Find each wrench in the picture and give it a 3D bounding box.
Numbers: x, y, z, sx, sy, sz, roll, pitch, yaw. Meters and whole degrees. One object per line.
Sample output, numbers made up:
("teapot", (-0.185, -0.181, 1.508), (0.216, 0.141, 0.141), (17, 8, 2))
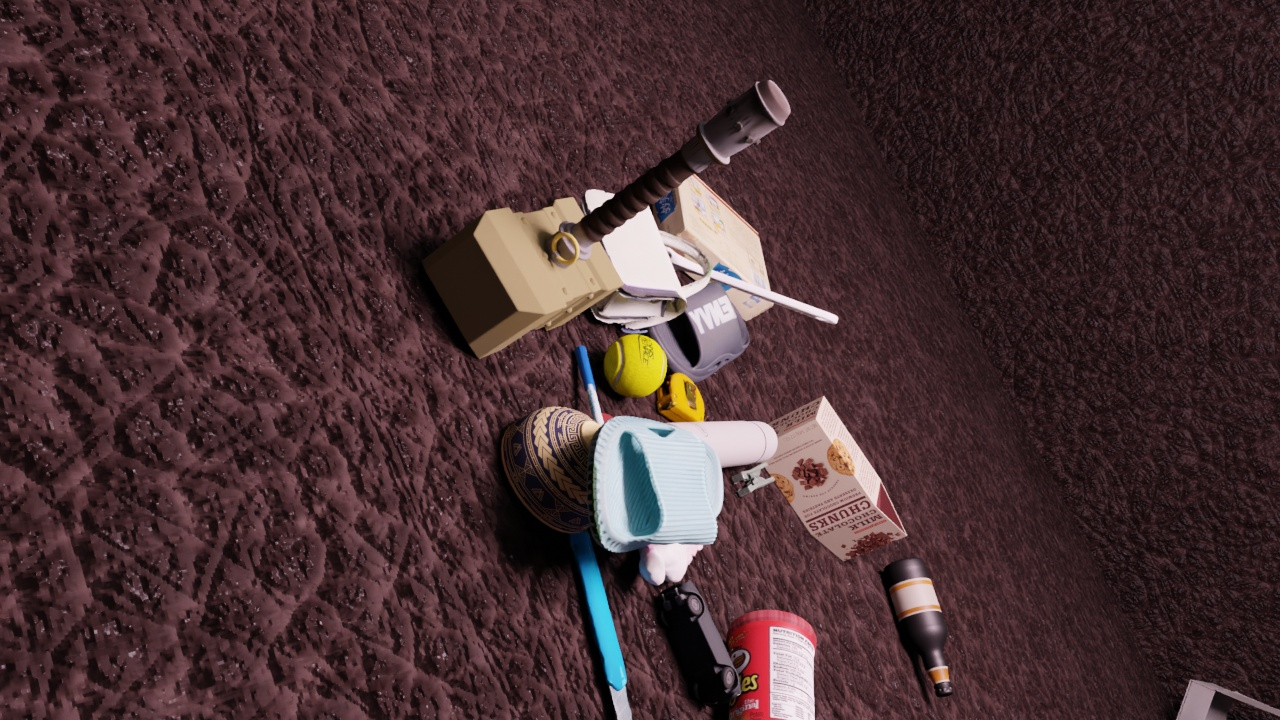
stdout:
("wrench", (0.124, -0.095, 1.159), (0.273, 0.018, 0.066), (19, -1, -7))

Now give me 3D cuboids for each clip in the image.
("clip", (0.135, 0.142, 1.100), (0.075, 0.023, 0.043), (-7, 71, -58))

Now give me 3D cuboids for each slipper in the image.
("slipper", (0.093, -0.042, 1.144), (0.267, 0.083, 0.110), (-15, 78, -62))
("slipper", (0.033, 0.106, 0.809), (0.275, 0.070, 0.116), (15, 65, -64))

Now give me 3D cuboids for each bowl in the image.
("bowl", (-0.057, 0.084, 0.789), (0.112, 0.061, 0.112), (39, 29, -27))

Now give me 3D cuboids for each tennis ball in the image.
("tennis ball", (-0.006, 0.006, 0.955), (0.065, 0.066, 0.065), (38, 35, -34))

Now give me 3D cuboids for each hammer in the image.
("hammer", (-0.013, -0.135, 0.800), (0.100, 0.326, 0.189), (60, 28, 0))

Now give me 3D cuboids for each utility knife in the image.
("utility knife", (-0.032, 0.224, 0.758), (0.031, 0.015, 0.206), (20, 43, -48))

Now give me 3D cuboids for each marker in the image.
("marker", (-0.046, 0.039, 0.890), (0.013, 0.013, 0.141), (32, 29, -40))

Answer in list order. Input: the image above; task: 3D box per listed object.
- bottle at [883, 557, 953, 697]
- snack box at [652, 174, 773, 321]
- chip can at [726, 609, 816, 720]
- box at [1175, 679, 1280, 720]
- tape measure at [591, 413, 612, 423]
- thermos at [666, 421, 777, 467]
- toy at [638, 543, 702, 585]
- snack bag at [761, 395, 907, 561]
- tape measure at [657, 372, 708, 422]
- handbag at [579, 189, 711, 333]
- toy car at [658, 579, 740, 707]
("bottle", (0.386, 0.364, 1.251), (0.059, 0.059, 0.181), (28, 42, -44))
("snack box", (0.100, -0.170, 1.302), (0.207, 0.055, 0.153), (34, 37, -38))
("chip can", (0.117, 0.337, 0.818), (0.087, 0.087, 0.212), (44, 33, -27))
("box", (1.492, 0.745, 2.167), (0.166, 0.530, 0.233), (20, 44, -40))
("tape measure", (-0.029, 0.081, 0.893), (0.059, 0.019, 0.051), (37, 33, -21))
("thermos", (0.088, 0.095, 1.033), (0.223, 0.052, 0.052), (4, 60, -56))
("toy", (0.020, 0.173, 0.867), (0.125, 0.037, 0.076), (5, 55, -63))
("snack bag", (0.247, 0.162, 1.181), (0.206, 0.095, 0.069), (55, 29, -9))
("tape measure", (0.048, 0.044, 1.043), (0.068, 0.030, 0.058), (35, 39, -39))
("handbag", (0.007, -0.107, 1.049), (0.175, 0.074, 0.151), (1, 56, -37))
("toy car", (0.054, 0.256, 0.834), (0.034, 0.046, 0.112), (-7, 67, -54))
